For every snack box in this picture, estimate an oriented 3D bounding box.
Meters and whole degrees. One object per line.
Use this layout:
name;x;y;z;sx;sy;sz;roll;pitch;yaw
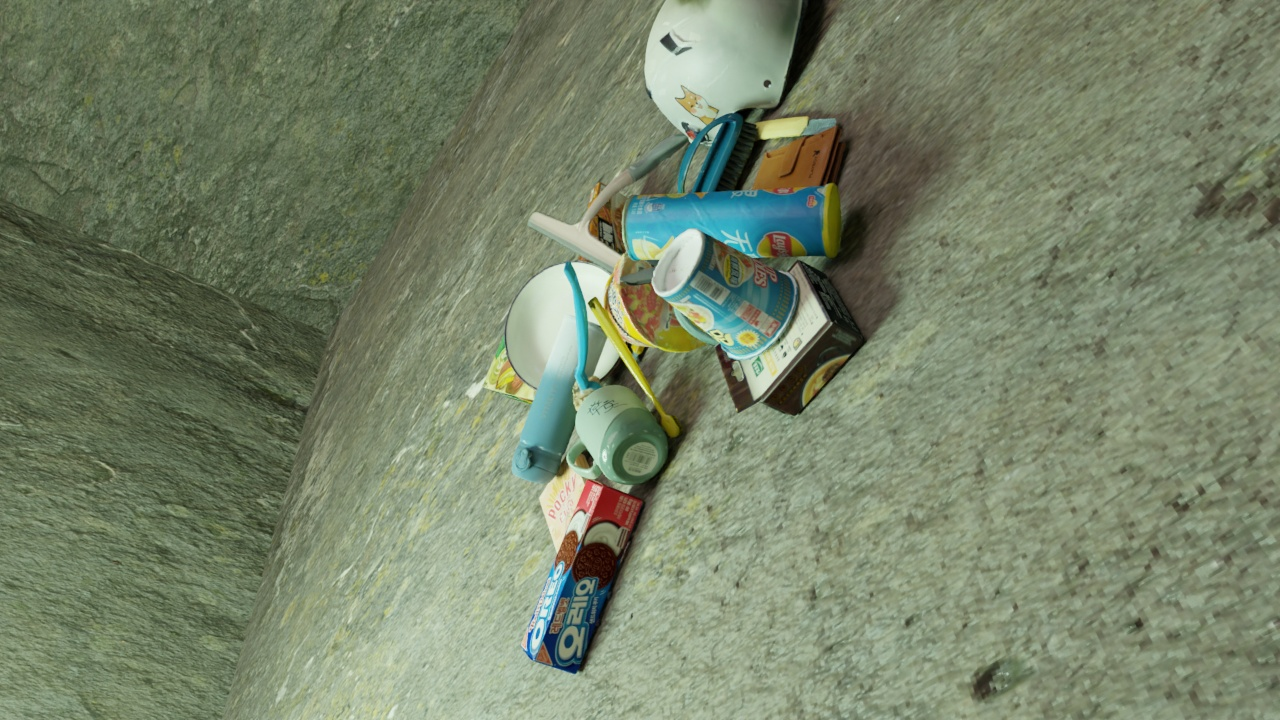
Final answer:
snack box;0.138;-0.016;0.873;0.126;0.053;0.113;-53;27;26
snack box;-0.162;0.009;1.412;0.240;0.063;0.114;7;74;64
snack box;-0.065;0.241;1.028;0.057;0.058;0.207;5;72;66
snack box;-0.045;-0.185;1.348;0.026;0.075;0.153;-36;38;46
snack box;-0.084;0.185;1.149;0.084;0.026;0.157;-59;26;13

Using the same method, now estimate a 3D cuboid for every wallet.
wallet;0.166;-0.193;1.006;0.132;0.031;0.107;-1;69;61

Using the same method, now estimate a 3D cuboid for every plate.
plate;-0.095;-0.042;1.268;0.193;0.039;0.192;-5;75;21

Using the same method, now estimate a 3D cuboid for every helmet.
helmet;0.090;-0.415;1.200;0.275;0.156;0.229;-7;61;61

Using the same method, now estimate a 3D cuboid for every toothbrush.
toothbrush;-0.006;0.006;1.042;0.016;0.016;0.190;-41;71;27

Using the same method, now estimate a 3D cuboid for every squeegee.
squeegee;-0.019;-0.250;1.298;0.249;0.040;0.248;-45;43;-12

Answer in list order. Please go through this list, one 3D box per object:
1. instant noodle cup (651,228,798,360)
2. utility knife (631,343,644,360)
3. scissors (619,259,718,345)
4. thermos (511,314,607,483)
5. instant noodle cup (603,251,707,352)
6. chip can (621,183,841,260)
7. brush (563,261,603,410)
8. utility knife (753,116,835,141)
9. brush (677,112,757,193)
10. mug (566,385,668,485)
instant noodle cup;0.074;-0.066;0.860;0.099;0.110;0.099;-40;34;34
utility knife;0.017;-0.071;1.195;0.033;0.015;0.170;2;68;66
scissors;0.073;-0.102;0.993;0.180;0.170;0.019;-52;-7;-18
thermos;-0.106;0.052;1.190;0.070;0.070;0.220;9;78;64
instant noodle cup;0.024;-0.075;1.062;0.110;0.138;0.138;-10;58;69
chip can;0.090;-0.137;0.920;0.210;0.071;0.071;1;63;22
brush;-0.066;-0.001;1.105;0.083;0.046;0.255;-86;-9;-57
utility knife;0.171;-0.272;1.077;0.031;0.022;0.212;-65;19;2
brush;0.088;-0.240;1.140;0.144;0.073;0.055;-67;21;9
mug;-0.032;0.094;1.046;0.111;0.082;0.106;-35;31;-3
